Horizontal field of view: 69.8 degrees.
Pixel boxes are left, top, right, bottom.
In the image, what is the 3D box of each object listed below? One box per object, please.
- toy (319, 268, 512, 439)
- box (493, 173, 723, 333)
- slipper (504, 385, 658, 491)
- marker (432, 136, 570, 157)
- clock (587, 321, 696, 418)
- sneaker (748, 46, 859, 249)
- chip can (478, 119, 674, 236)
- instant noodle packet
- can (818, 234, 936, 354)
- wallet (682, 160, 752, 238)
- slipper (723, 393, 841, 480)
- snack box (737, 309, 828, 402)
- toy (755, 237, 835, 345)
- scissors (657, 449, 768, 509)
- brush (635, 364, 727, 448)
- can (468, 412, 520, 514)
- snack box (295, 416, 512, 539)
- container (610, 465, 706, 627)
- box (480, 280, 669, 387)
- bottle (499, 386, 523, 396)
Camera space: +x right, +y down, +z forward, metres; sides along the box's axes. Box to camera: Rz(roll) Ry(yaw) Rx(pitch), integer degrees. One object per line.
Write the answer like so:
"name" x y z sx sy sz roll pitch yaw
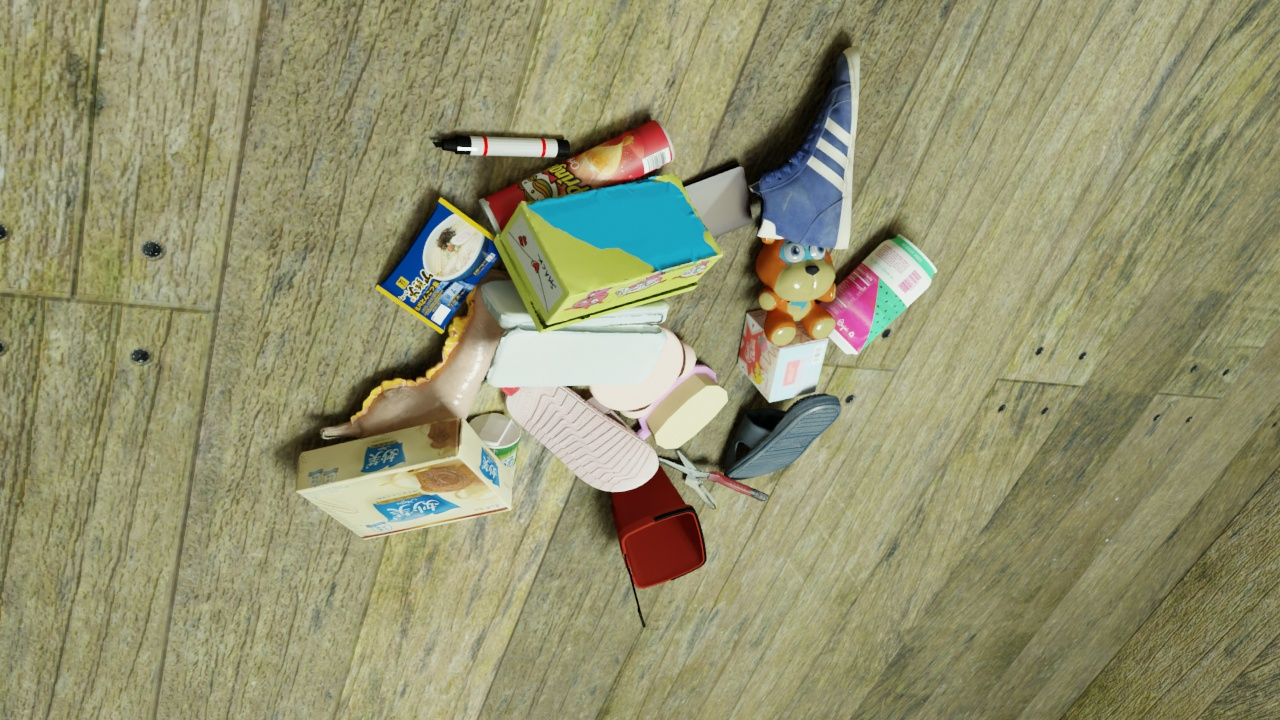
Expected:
"toy" -0.238 0.005 1.065 0.195 0.065 0.265 13 114 -34
"box" -0.030 -0.120 0.992 0.220 0.124 0.083 -20 166 -39
"slipper" -0.080 0.090 1.218 0.239 0.064 0.094 39 104 -25
"marker" -0.145 -0.224 0.962 0.145 0.019 0.019 -5 127 -26
"clock" -0.007 0.007 1.183 0.131 0.086 0.160 -44 139 9
"sneaker" 0.191 -0.251 1.093 0.118 0.091 0.233 2 107 7
"chip can" -0.068 -0.197 1.004 0.214 0.051 0.052 -27 133 -8
"instant noodle packet" -0.216 -0.100 0.994 0.087 0.026 0.134 36 114 -15
"can" 0.324 -0.090 1.276 0.166 0.088 0.088 -45 133 10
"wallet" 0.077 -0.183 1.121 0.115 0.018 0.091 -23 133 -6
"slipper" 0.202 0.099 1.355 0.101 0.082 0.264 -1 150 -27
"snack box" 0.193 -0.011 1.264 0.079 0.094 0.093 -11 130 -21
"toy" 0.200 -0.110 1.188 0.112 0.096 0.176 -10 95 -18
"scissors" 0.105 0.188 1.400 0.196 0.015 0.180 12 150 -1
"brush" 0.024 0.100 1.283 0.229 0.043 0.089 -44 146 9
"can" -0.194 0.133 1.184 0.067 0.067 0.121 -5 127 -25
"snack box" -0.275 0.145 1.091 0.207 0.055 0.153 -13 144 12
"container" 0.029 0.268 1.316 0.127 0.200 0.148 -20 133 -7
"box" -0.080 -0.045 1.044 0.210 0.105 0.130 1 132 -30
"bottle" -0.117 -0.012 1.117 0.137 0.062 0.062 -41 134 7
